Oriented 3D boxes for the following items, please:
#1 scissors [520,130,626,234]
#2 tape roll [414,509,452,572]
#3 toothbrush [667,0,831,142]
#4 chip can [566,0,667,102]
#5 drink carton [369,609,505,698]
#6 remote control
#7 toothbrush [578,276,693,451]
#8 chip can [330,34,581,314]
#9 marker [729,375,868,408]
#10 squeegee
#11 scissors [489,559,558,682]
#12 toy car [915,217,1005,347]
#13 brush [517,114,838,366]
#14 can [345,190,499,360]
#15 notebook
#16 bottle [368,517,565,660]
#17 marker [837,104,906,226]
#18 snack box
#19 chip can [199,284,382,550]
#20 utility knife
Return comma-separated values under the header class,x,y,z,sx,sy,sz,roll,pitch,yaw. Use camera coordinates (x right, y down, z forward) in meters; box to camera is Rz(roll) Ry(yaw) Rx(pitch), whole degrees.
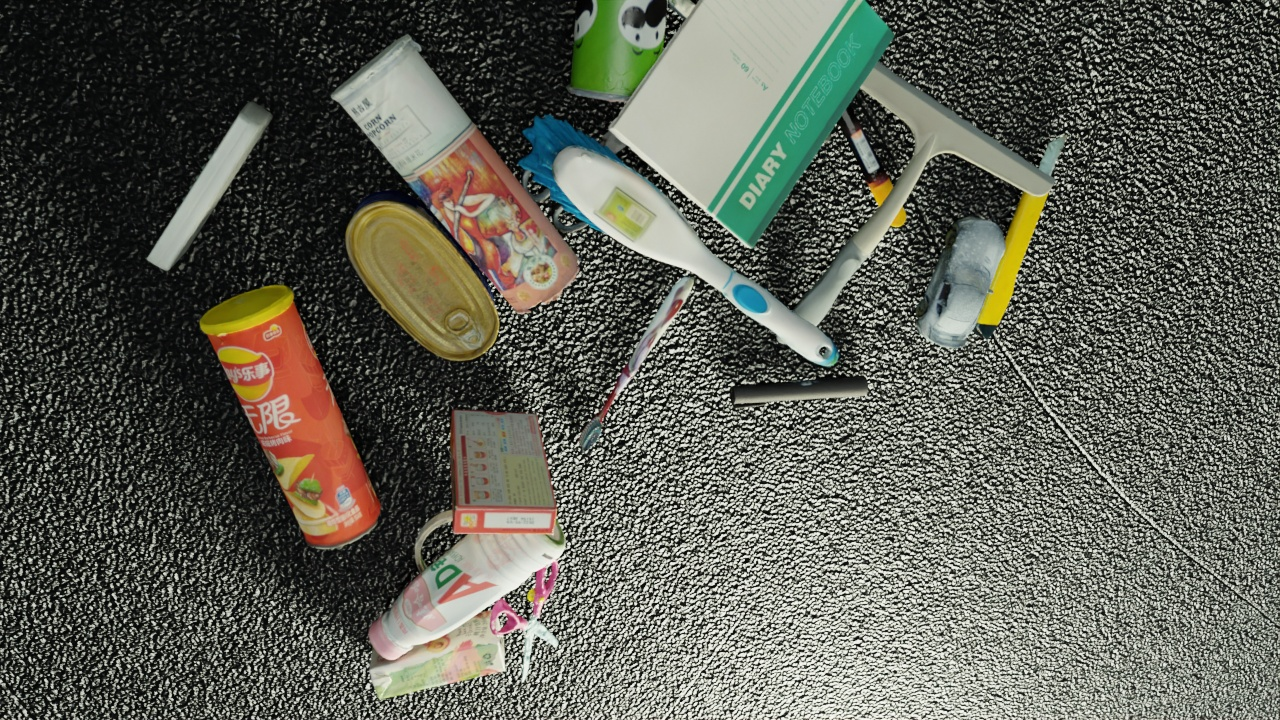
class,x,y,z,sx,sy,sz,roll,pitch,yaw
scissors,-0.025,-0.183,0.736,0.140,0.014,0.174,9,111,-17
tape roll,-0.168,0.178,0.863,0.085,0.014,0.086,-4,114,-10
toothbrush,0.092,-0.233,0.738,0.181,0.018,0.015,34,95,-25
chip can,-0.009,-0.308,0.652,0.072,0.072,0.236,1,112,-13
drink carton,-0.193,0.282,0.881,0.122,0.053,0.045,-12,116,-6
remote control,-0.316,-0.129,0.674,0.019,0.056,0.135,34,104,-22
toothbrush,-0.005,0.005,0.819,0.016,0.017,0.188,27,106,-22
chip can,-0.134,-0.136,0.702,0.071,0.071,0.215,-36,116,5
marker,0.149,0.029,0.861,0.132,0.020,0.022,-4,103,-10
squeegee,0.191,-0.107,0.787,0.246,0.039,0.247,27,112,-16
scissors,-0.109,0.254,0.880,0.123,0.017,0.133,-10,114,-56
toy car,0.295,-0.071,0.841,0.054,0.036,0.121,10,108,-16
brush,0.040,-0.086,0.743,0.314,0.109,0.060,31,98,-37
can,-0.172,-0.068,0.734,0.074,0.049,0.148,-36,116,5
notebook,0.090,-0.212,0.692,0.150,0.012,0.209,36,87,-27
bottle,-0.161,0.201,0.830,0.197,0.068,0.068,-38,115,9
marker,0.197,-0.168,0.789,0.018,0.015,0.124,-32,114,6
snack box,-0.116,0.088,0.755,0.077,0.155,0.027,4,114,-14
chip can,-0.281,0.050,0.751,0.073,0.073,0.217,-16,116,-5
utility knife,0.347,-0.111,0.844,0.033,0.015,0.197,3,113,-30
